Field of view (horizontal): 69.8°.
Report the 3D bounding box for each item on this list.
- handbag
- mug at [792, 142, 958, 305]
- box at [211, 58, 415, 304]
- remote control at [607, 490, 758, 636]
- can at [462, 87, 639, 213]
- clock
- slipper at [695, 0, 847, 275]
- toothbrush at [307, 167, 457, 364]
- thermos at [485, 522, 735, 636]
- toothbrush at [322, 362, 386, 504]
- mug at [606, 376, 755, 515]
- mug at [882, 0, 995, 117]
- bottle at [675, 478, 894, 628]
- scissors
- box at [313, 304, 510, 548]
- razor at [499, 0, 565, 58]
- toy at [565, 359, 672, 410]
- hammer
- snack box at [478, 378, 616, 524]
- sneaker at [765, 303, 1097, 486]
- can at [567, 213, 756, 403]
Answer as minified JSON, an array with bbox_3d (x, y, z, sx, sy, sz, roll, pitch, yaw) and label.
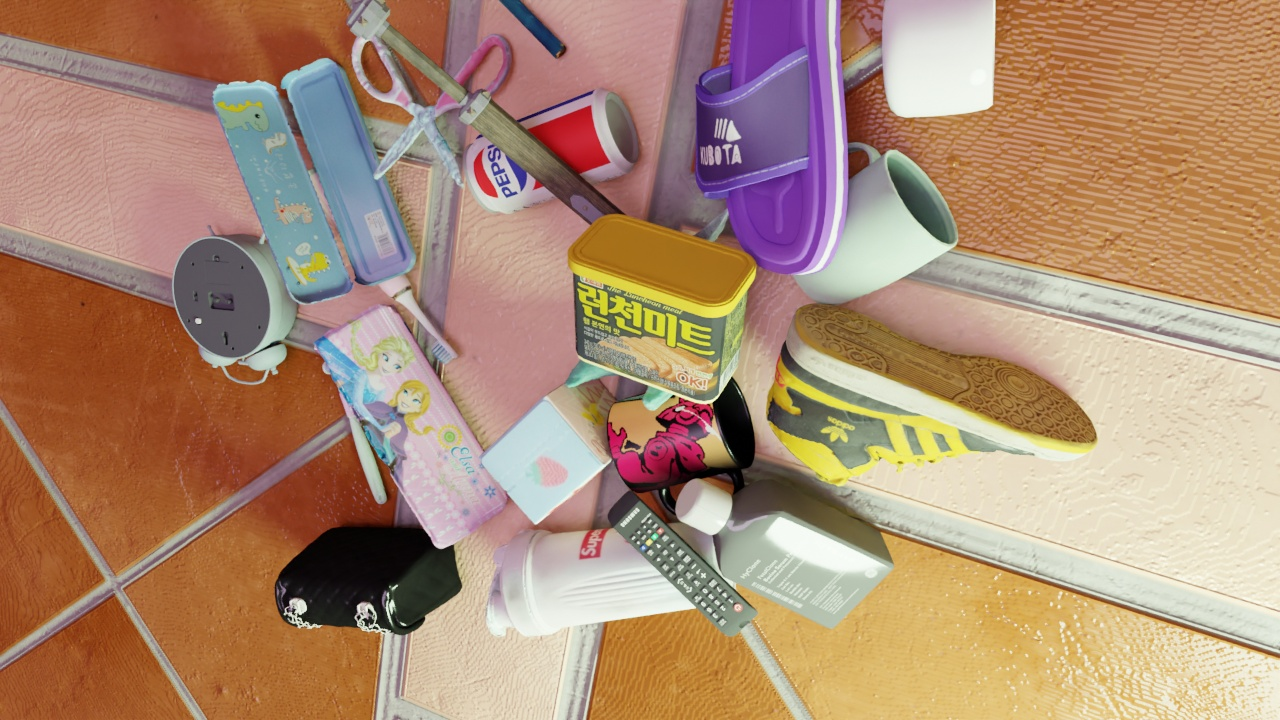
[{"bbox_3d":[-0.266,0.233,0.900,0.154,0.124,0.115,1,104,20],"label":"handbag"},{"bbox_3d":[0.160,-0.105,0.680,0.104,0.084,0.111,-34,68,37],"label":"mug"},{"bbox_3d":[-0.293,-0.161,0.828,0.124,0.043,0.209,-21,90,-15],"label":"box"},{"bbox_3d":[0.034,0.167,0.752,0.147,0.015,0.033,44,104,3],"label":"remote control"},{"bbox_3d":[-0.073,-0.169,0.751,0.132,0.070,0.070,-14,99,23],"label":"can"},{"bbox_3d":[-0.404,-0.053,0.921,0.123,0.045,0.159,6,107,19],"label":"clock"},{"bbox_3d":[0.079,-0.195,0.644,0.107,0.083,0.266,8,98,54],"label":"slipper"},{"bbox_3d":[-0.243,-0.088,0.860,0.026,0.027,0.222,-38,88,-1],"label":"toothbrush"},{"bbox_3d":[-0.029,0.191,0.825,0.221,0.099,0.099,-11,100,17],"label":"thermos"},{"bbox_3d":[-0.285,0.072,0.925,0.022,0.015,0.155,-19,98,-11],"label":"toothbrush"},{"bbox_3d":[0.041,0.077,0.767,0.098,0.081,0.118,-17,98,23],"label":"mug"},{"bbox_3d":[0.202,-0.224,0.618,0.068,0.094,0.116,1,112,22],"label":"mug"},{"bbox_3d":[0.109,0.146,0.739,0.174,0.046,0.084,28,115,-18],"label":"bottle"},{"bbox_3d":[-0.190,-0.232,0.800,0.171,0.013,0.177,-45,80,17],"label":"scissors"},{"bbox_3d":[-0.215,0.061,0.885,0.084,0.071,0.230,-32,91,-7],"label":"box"},{"bbox_3d":[-0.115,-0.305,0.758,0.144,0.022,0.042,47,115,3],"label":"razor"},{"bbox_3d":[-0.005,0.004,0.767,0.105,0.084,0.033,10,134,37],"label":"toy"},{"bbox_3d":[-0.080,-0.159,0.693,0.316,0.028,0.147,38,123,-24],"label":"hammer"},{"bbox_3d":[-0.068,0.073,0.800,0.093,0.094,0.079,-42,87,24],"label":"snack box"},{"bbox_3d":[0.207,0.050,0.695,0.238,0.085,0.122,21,130,0],"label":"sneaker"},{"bbox_3d":[0.014,-0.038,0.698,0.131,0.072,0.101,20,136,19],"label":"can"}]
